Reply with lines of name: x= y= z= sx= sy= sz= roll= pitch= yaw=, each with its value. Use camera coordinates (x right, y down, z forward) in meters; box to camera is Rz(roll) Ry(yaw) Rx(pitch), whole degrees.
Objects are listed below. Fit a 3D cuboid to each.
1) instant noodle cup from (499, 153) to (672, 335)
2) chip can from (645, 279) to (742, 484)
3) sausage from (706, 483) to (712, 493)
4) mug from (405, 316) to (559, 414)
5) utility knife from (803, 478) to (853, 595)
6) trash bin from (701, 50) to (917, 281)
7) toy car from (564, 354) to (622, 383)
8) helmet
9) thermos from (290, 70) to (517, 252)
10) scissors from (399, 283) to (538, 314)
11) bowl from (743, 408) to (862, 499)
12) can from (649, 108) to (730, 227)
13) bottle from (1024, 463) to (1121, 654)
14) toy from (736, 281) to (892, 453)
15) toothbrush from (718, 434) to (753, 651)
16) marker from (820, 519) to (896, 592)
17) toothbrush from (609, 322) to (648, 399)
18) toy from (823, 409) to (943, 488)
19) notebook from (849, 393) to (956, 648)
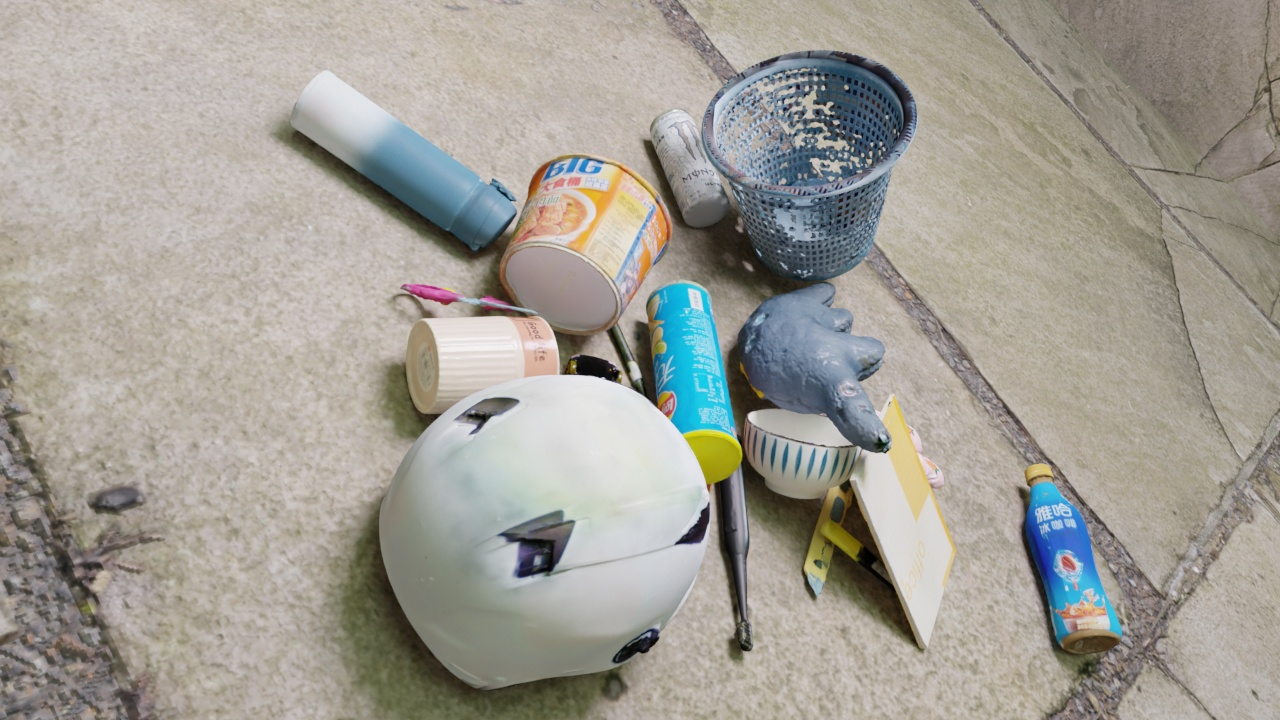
instant noodle cup: x=-0.057 y=-0.102 z=0.871 sx=0.151 sy=0.152 sz=0.111 roll=31 pitch=53 yaw=-10
chip can: x=0.046 y=0.016 z=0.875 sx=0.071 sy=0.071 sz=0.209 roll=18 pitch=39 yaw=-22
sausage: x=0.065 y=0.072 z=0.890 sx=0.021 sy=0.022 sz=0.164 roll=28 pitch=39 yaw=-13
mug: x=-0.141 y=-0.004 z=0.784 sx=0.105 sy=0.082 sz=0.114 roll=-2 pitch=31 yaw=-34
utility knife: x=0.188 y=0.169 z=0.915 sx=0.031 sy=0.018 sz=0.162 roll=35 pitch=48 yaw=-3
trash bin: x=0.193 y=-0.204 z=1.050 sx=0.227 sy=0.195 sz=0.226 roll=-6 pitch=54 yaw=9
toy car: x=-0.044 y=0.043 z=0.837 sx=0.056 sy=0.037 sz=0.122 roll=14 pitch=38 yaw=-14
helmet: x=-0.053 y=0.098 z=0.665 sx=0.258 sy=0.146 sz=0.229 roll=-10 pitch=58 yaw=-28
thermos: x=-0.221 y=-0.187 z=0.876 sx=0.220 sy=0.070 sz=0.070 roll=34 pitch=44 yaw=-7
scissors: x=-0.146 y=-0.052 z=0.813 sx=0.133 sy=0.017 sz=0.135 roll=11 pitch=2 yaw=22
bowl: x=0.155 y=0.094 z=0.895 sx=0.116 sy=0.066 sz=0.116 roll=8 pitch=13 yaw=-2
can: x=0.058 y=-0.233 z=1.108 sx=0.058 sy=0.058 sz=0.146 roll=1 pitch=56 yaw=-34
bottle: x=0.477 y=0.216 z=1.036 sx=0.065 sy=0.065 sz=0.218 roll=19 pitch=47 yaw=-21
toy: x=0.173 y=-0.008 z=0.956 sx=0.138 sy=0.091 sz=0.355 roll=0 pitch=27 yaw=-1
toothbrush: x=0.087 y=0.161 z=0.840 sx=0.027 sy=0.026 sz=0.212 roll=56 pitch=25 yaw=-47
marker: x=0.223 y=0.197 z=0.904 sx=0.124 sy=0.015 sz=0.018 roll=40 pitch=48 yaw=-16
toothbrush: x=-0.005 y=0.005 z=0.906 sx=0.012 sy=0.017 sz=0.185 roll=29 pitch=33 yaw=-61
toy: x=0.265 y=0.097 z=0.995 sx=0.159 sy=0.054 sz=0.121 roll=8 pitch=44 yaw=-38
notebook: x=0.263 y=0.156 z=0.904 sx=0.145 sy=0.010 sz=0.206 roll=-48 pitch=119 yaw=-47
